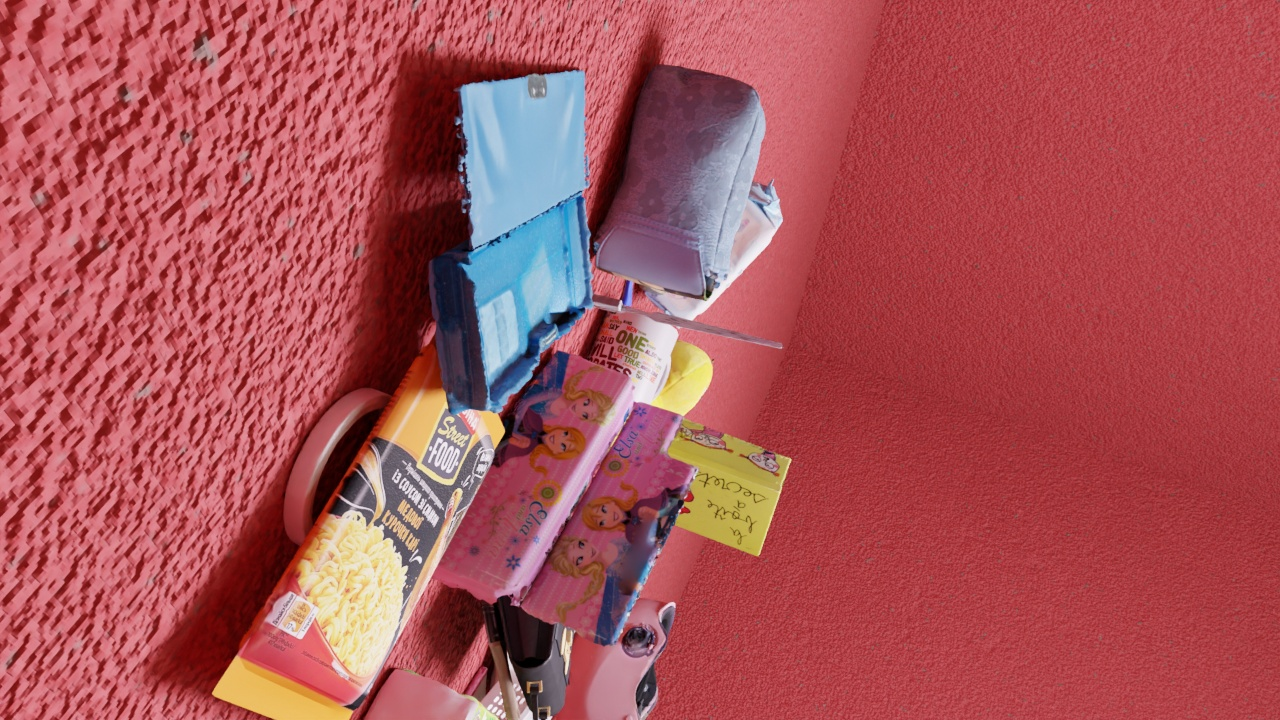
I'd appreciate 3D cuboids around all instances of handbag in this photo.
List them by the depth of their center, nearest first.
[{"bbox_3d":[-0.089,0.254,0.794,0.176,0.072,0.195,91,-5,-57],"label":"handbag"},{"bbox_3d":[0.037,-0.150,0.798,0.118,0.122,0.192,-5,110,-76],"label":"handbag"}]

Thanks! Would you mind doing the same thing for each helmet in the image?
[{"bbox_3d":[-0.039,0.460,1.348,0.230,0.152,0.254,85,27,-58],"label":"helmet"}]

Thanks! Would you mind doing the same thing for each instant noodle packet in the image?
[{"bbox_3d":[-0.143,0.099,0.525,0.160,0.032,0.220,82,30,-61],"label":"instant noodle packet"}]

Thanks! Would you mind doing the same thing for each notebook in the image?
[{"bbox_3d":[-0.205,0.423,0.898,0.208,0.012,0.153,-56,161,-49],"label":"notebook"}]

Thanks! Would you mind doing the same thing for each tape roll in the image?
[{"bbox_3d":[-0.161,0.060,0.504,0.093,0.013,0.093,21,89,-77],"label":"tape roll"}]

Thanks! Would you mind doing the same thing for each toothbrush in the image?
[{"bbox_3d":[0.039,-0.035,0.825,0.010,0.181,0.010,71,35,-66],"label":"toothbrush"},{"bbox_3d":[-0.017,-0.043,0.959,0.016,0.018,0.183,-12,124,-47],"label":"toothbrush"}]

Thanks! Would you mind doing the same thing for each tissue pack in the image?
[{"bbox_3d":[-0.138,0.333,0.733,0.198,0.141,0.120,80,33,-67],"label":"tissue pack"},{"bbox_3d":[0.087,-0.121,1.007,0.182,0.070,0.112,-44,-176,18],"label":"tissue pack"}]

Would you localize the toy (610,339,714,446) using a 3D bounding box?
[{"bbox_3d":[0.009,0.038,1.043,0.134,0.092,0.207,-45,178,38],"label":"toy"}]

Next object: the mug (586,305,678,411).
[{"bbox_3d":[-0.006,0.005,0.920,0.105,0.074,0.089,35,74,-51],"label":"mug"}]

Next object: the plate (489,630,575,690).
[{"bbox_3d":[-0.116,0.304,1.018,0.188,0.027,0.189,-51,157,-32],"label":"plate"}]

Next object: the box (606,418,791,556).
[{"bbox_3d":[0.068,0.148,1.159,0.080,0.221,0.125,-55,163,-49],"label":"box"}]

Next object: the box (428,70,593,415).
[{"bbox_3d":[-0.072,-0.087,0.565,0.231,0.033,0.175,-56,147,-69],"label":"box"}]

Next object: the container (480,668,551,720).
[{"bbox_3d":[-0.141,0.370,0.912,0.128,0.049,0.081,-43,151,-47],"label":"container"}]

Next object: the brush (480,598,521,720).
[{"bbox_3d":[-0.120,0.234,0.771,0.039,0.012,0.151,90,-14,-75],"label":"brush"}]

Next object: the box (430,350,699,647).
[{"bbox_3d":[-0.047,0.098,0.714,0.035,0.159,0.229,100,15,-47],"label":"box"}]
